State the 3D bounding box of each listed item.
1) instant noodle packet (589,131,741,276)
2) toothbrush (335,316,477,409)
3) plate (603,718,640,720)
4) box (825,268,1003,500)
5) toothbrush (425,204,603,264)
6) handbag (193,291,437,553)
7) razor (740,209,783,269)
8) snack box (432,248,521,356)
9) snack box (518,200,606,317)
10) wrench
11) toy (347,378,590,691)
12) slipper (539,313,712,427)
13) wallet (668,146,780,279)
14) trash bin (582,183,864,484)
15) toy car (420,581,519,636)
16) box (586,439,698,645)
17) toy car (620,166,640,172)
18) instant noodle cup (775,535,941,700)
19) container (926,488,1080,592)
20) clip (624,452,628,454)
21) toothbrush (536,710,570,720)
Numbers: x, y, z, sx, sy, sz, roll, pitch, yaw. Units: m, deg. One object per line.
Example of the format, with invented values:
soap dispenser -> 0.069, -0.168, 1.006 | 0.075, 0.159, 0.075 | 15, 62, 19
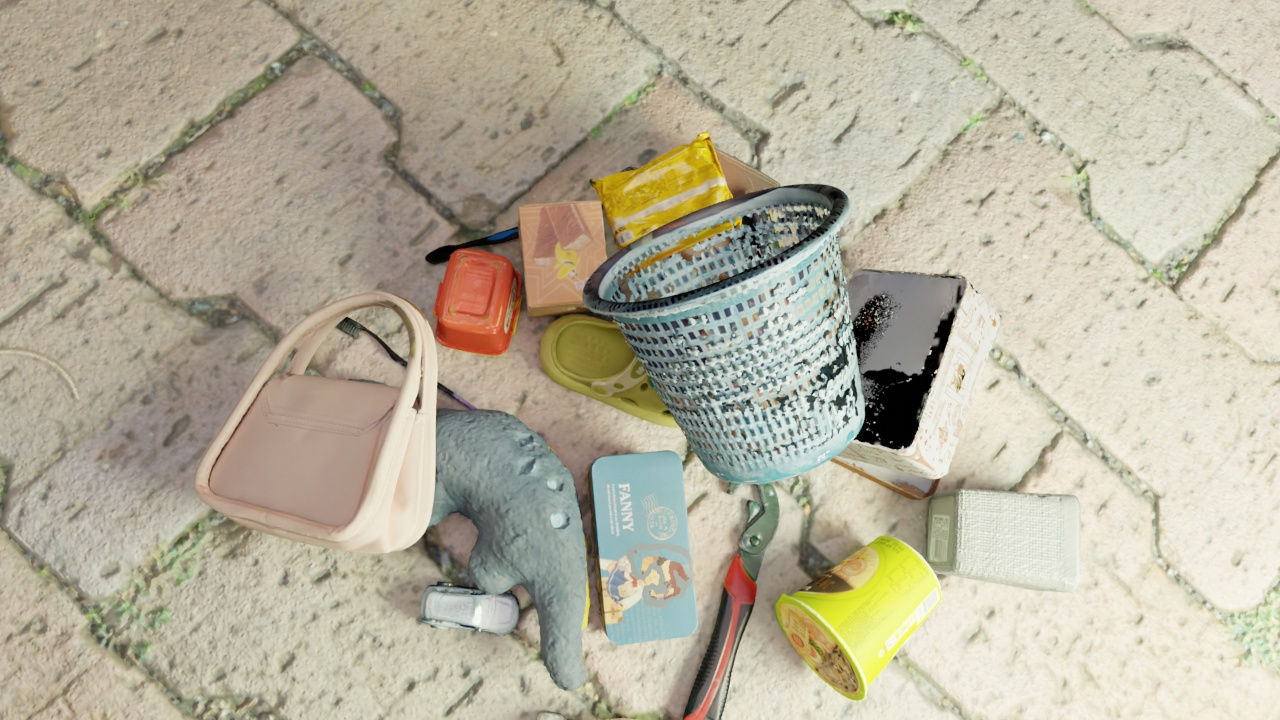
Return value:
instant noodle packet -> 0.024, -0.146, 0.877 | 0.128, 0.044, 0.110 | -21, 78, 7
toothbrush -> -0.220, 0.009, 0.887 | 0.189, 0.014, 0.016 | 34, 84, 2
plate -> -0.020, 0.410, 0.804 | 0.192, 0.039, 0.192 | 1, 82, -4
box -> 0.261, 0.031, 0.894 | 0.177, 0.153, 0.182 | 32, 77, -40
toothbrush -> -0.126, -0.129, 0.930 | 0.189, 0.016, 0.014 | -19, 71, -12
handbag -> -0.263, 0.044, 0.807 | 0.193, 0.093, 0.233 | 7, 72, 22
razor -> 0.132, -0.082, 0.912 | 0.067, 0.062, 0.167 | -14, 89, -51
snack box -> -0.157, -0.058, 0.874 | 0.082, 0.080, 0.091 | 10, 77, -3
snack box -> -0.074, -0.095, 0.878 | 0.077, 0.093, 0.094 | -6, 87, -8
wrench -> 0.084, 0.236, 0.866 | 0.056, 0.016, 0.273 | 16, 74, -2
toy -> -0.135, 0.123, 0.834 | 0.138, 0.091, 0.356 | -43, 79, 0
slipper -> -0.005, 0.005, 0.878 | 0.190, 0.082, 0.091 | 15, 79, 0
wallet -> 0.087, -0.143, 0.932 | 0.101, 0.032, 0.124 | 20, 79, -23
trash bin -> 0.090, -0.014, 0.773 | 0.226, 0.226, 0.195 | -27, 112, -11
toy car -> -0.156, 0.227, 0.838 | 0.090, 0.034, 0.043 | 9, 73, -5
box -> -0.001, 0.163, 0.844 | 0.089, 0.061, 0.184 | -7, 87, -10
toy car -> 0.015, -0.152, 0.936 | 0.105, 0.031, 0.049 | 37, 74, -13
instant noodle cup -> 0.206, 0.227, 0.844 | 0.123, 0.112, 0.111 | -34, 83, -21
container -> 0.342, 0.169, 0.875 | 0.114, 0.090, 0.090 | 7, 77, -2
clip -> -0.014, 0.117, 0.886 | 0.040, 0.014, 0.056 | -14, 79, -9
toothbrush -> -0.006, 0.342, 0.837 | 0.181, 0.018, 0.015 | 12, 69, -5
